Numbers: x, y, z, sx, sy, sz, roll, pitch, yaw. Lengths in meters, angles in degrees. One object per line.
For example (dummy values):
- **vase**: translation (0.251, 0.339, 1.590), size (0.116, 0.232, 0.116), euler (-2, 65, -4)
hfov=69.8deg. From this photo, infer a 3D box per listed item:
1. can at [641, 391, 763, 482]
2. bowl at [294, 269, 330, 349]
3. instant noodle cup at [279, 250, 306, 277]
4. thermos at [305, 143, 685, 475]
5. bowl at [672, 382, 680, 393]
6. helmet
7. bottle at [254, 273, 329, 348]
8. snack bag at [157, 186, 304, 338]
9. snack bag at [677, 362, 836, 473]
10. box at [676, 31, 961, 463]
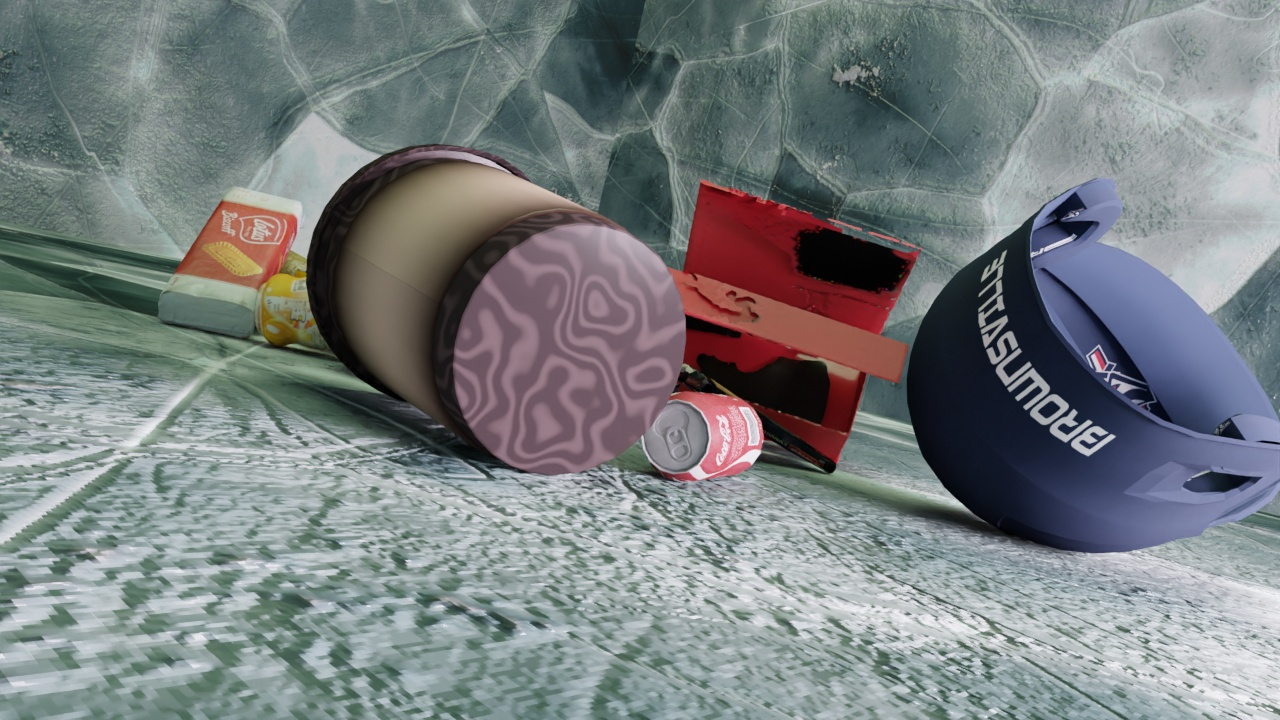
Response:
- **can**: translation (0.039, 0.047, 0.570), size (0.054, 0.054, 0.096), euler (14, 2, 24)
- **bowl**: translation (-0.278, -0.042, 0.883), size (0.117, 0.067, 0.117), euler (13, 2, -1)
- **instant noodle cup**: translation (-0.373, -0.076, 0.957), size (0.108, 0.102, 0.102), euler (22, 2, 1)
- **thermos**: translation (-0.088, -0.033, 0.538), size (0.172, 0.173, 0.226), euler (12, 9, -34)
- **bowl**: translation (-0.026, 0.030, 0.785), size (0.114, 0.045, 0.114), euler (13, 1, -1)
- **helmet**: translation (0.318, 0.021, 0.641), size (0.272, 0.232, 0.224), euler (-9, -30, -19)
- **bottle**: translation (-0.270, -0.041, 0.789), size (0.109, 0.063, 0.063), euler (4, 3, -9)
- **snack bag**: translation (-0.374, -0.097, 0.855), size (0.077, 0.041, 0.224), euler (11, 33, -15)
- **snack bag**: translation (0.094, 0.047, 0.776), size (0.155, 0.018, 0.074), euler (31, 1, -24)
- **box**: translation (0.160, -0.115, 0.930), size (0.211, 0.409, 0.107), euler (19, -11, 9)
